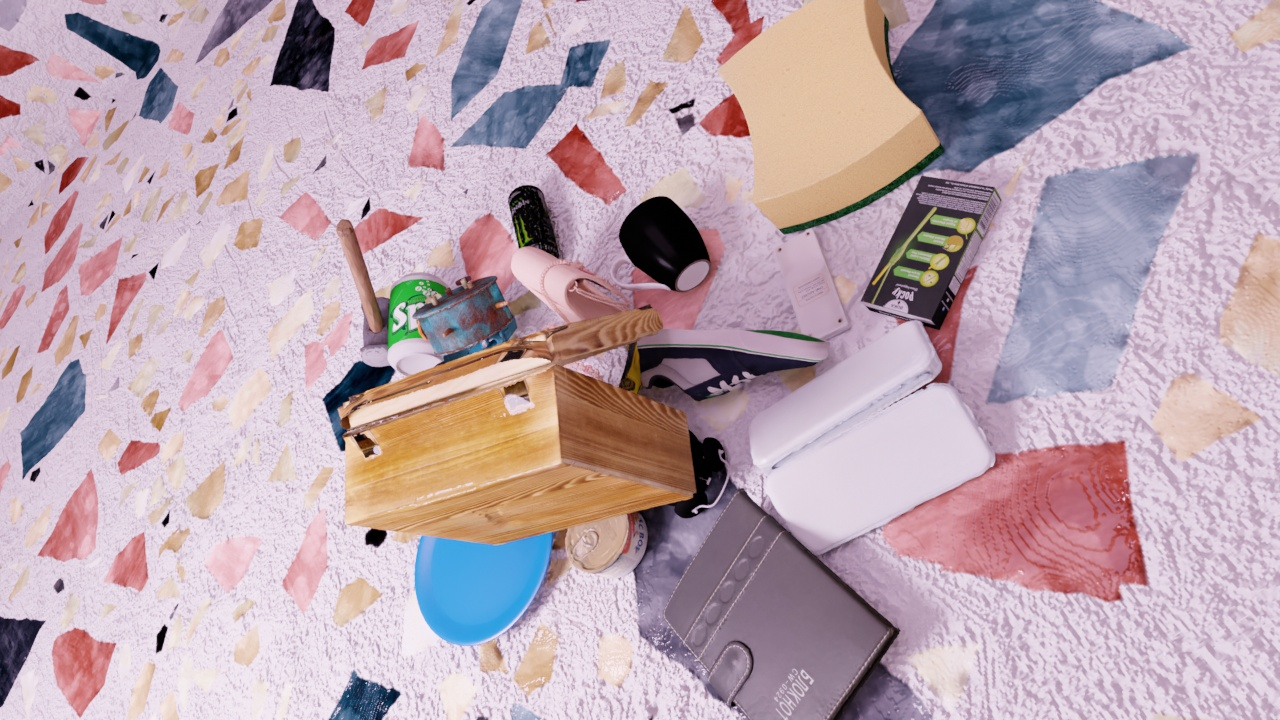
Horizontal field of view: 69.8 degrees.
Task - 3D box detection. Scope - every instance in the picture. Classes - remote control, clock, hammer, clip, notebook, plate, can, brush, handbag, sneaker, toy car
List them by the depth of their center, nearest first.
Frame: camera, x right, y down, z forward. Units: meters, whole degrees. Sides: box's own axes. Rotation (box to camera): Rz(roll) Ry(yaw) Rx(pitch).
[{"bbox_3d":[0.119,0.248,0.863,0.209,0.029,0.170,41,106,44],"label":"notebook"},{"bbox_3d":[0.095,0.006,0.988,0.236,0.084,0.079,1,91,40],"label":"sneaker"},{"bbox_3d":[0.043,0.119,0.989,0.121,0.042,0.091,16,78,41],"label":"clock"},{"bbox_3d":[0.186,-0.081,1.000,0.050,0.011,0.135,-28,54,24],"label":"remote control"},{"bbox_3d":[-0.038,0.196,1.012,0.086,0.043,0.086,-17,58,30],"label":"can"},{"bbox_3d":[0.208,-0.286,1.042,0.195,0.075,0.249,-26,55,25],"label":"brush"},{"bbox_3d":[-0.006,0.006,1.084,0.030,0.049,0.106,14,74,-4],"label":"toy car"},{"bbox_3d":[-0.112,-0.034,1.113,0.187,0.116,0.199,-56,37,-2],"label":"handbag"},{"bbox_3d":[-0.188,0.234,1.121,0.225,0.024,0.224,-17,59,30],"label":"plate"},{"bbox_3d":[-0.211,-0.017,1.205,0.119,0.033,0.121,-23,23,-2],"label":"clip"},{"bbox_3d":[-0.241,-0.066,1.215,0.121,0.073,0.158,-30,17,-21],"label":"clock"},{"bbox_3d":[-0.380,-0.097,1.269,0.052,0.329,0.098,-3,65,-8],"label":"hammer"},{"bbox_3d":[-0.150,-0.185,1.280,0.054,0.054,0.137,-32,52,21],"label":"can"},{"bbox_3d":[-0.317,-0.051,1.319,0.088,0.087,0.139,-24,56,26],"label":"can"}]

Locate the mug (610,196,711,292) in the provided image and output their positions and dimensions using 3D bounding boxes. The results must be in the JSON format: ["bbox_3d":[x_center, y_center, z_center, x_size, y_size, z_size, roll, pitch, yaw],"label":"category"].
[{"bbox_3d":[0.022,-0.122,1.097,0.119,0.085,0.100,-41,62,6],"label":"mug"}]

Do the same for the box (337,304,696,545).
[{"bbox_3d":[-0.136,0.052,0.937,0.280,0.258,0.220,-17,69,30],"label":"box"}]

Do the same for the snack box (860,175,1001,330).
[{"bbox_3d":[0.292,-0.111,0.924,0.080,0.025,0.147,22,83,42],"label":"snack box"}]

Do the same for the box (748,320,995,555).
[{"bbox_3d":[0.206,0.069,0.878,0.211,0.084,0.185,-32,47,22],"label":"box"}]

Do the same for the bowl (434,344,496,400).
[{"bbox_3d":[-0.223,0.026,1.219,0.110,0.055,0.110,-14,24,6],"label":"bowl"}]
